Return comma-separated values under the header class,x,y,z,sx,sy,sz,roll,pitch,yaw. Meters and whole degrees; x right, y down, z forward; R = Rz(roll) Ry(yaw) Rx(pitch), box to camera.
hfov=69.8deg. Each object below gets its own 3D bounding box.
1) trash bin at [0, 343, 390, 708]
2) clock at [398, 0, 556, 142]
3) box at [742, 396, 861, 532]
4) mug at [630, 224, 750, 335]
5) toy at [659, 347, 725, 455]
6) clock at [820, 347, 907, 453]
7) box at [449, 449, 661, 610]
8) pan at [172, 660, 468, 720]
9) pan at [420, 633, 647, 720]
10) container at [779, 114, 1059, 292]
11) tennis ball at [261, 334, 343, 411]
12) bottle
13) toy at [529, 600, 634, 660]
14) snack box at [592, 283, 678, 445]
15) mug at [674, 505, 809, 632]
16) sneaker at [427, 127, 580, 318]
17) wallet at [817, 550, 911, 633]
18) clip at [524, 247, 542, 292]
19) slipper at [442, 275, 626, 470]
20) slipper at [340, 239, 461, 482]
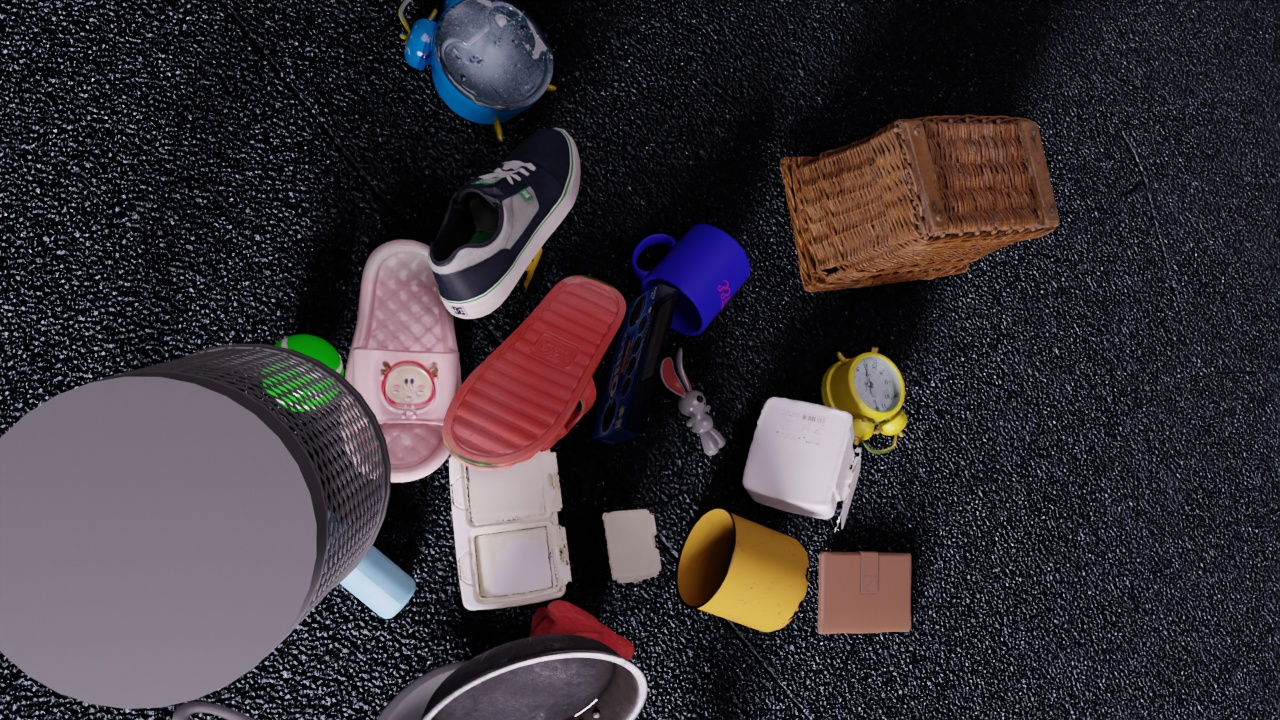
class,x,y,z,sx,sy,sz,roll,pitch,yaw
trash bin,-0.294,0.098,0.623,0.217,0.227,0.218,0,92,-9
clock,-0.161,-0.302,0.895,0.161,0.060,0.116,46,66,-9
box,0.185,0.118,0.972,0.121,0.136,0.108,11,71,21
mug,0.044,-0.091,0.943,0.111,0.079,0.083,34,64,15
toy,0.053,0.044,0.940,0.049,0.030,0.111,-35,99,-55
clock,0.250,0.046,1.015,0.083,0.057,0.118,-7,76,-26
box,-0.075,0.139,0.813,0.186,0.070,0.143,-7,82,-10
pan,-0.195,0.329,0.739,0.354,0.024,0.216,27,52,-26
pan,-0.036,0.319,0.775,0.187,0.055,0.356,-39,134,14
container,0.318,-0.181,1.020,0.249,0.184,0.162,-9,85,-26
tennis ball,-0.283,0.010,0.771,0.065,0.065,0.065,5,77,-24
bottle,-0.249,0.163,0.771,0.130,0.040,0.040,44,65,-11
toy,-0.059,0.263,0.786,0.088,0.133,0.093,29,62,-5
snack box,-0.005,0.005,0.892,0.027,0.082,0.150,21,70,-18
mug,0.099,0.198,0.901,0.094,0.101,0.123,24,30,-21
sneaker,-0.123,-0.151,0.841,0.079,0.084,0.234,71,34,-48
wallet,0.244,0.251,0.997,0.120,0.013,0.087,6,82,-24
clip,-0.111,-0.097,0.888,0.044,0.054,0.049,33,41,5
slipper,-0.091,0.017,0.854,0.103,0.059,0.248,27,50,10
slipper,-0.206,-0.002,0.816,0.106,0.056,0.221,5,76,-26
